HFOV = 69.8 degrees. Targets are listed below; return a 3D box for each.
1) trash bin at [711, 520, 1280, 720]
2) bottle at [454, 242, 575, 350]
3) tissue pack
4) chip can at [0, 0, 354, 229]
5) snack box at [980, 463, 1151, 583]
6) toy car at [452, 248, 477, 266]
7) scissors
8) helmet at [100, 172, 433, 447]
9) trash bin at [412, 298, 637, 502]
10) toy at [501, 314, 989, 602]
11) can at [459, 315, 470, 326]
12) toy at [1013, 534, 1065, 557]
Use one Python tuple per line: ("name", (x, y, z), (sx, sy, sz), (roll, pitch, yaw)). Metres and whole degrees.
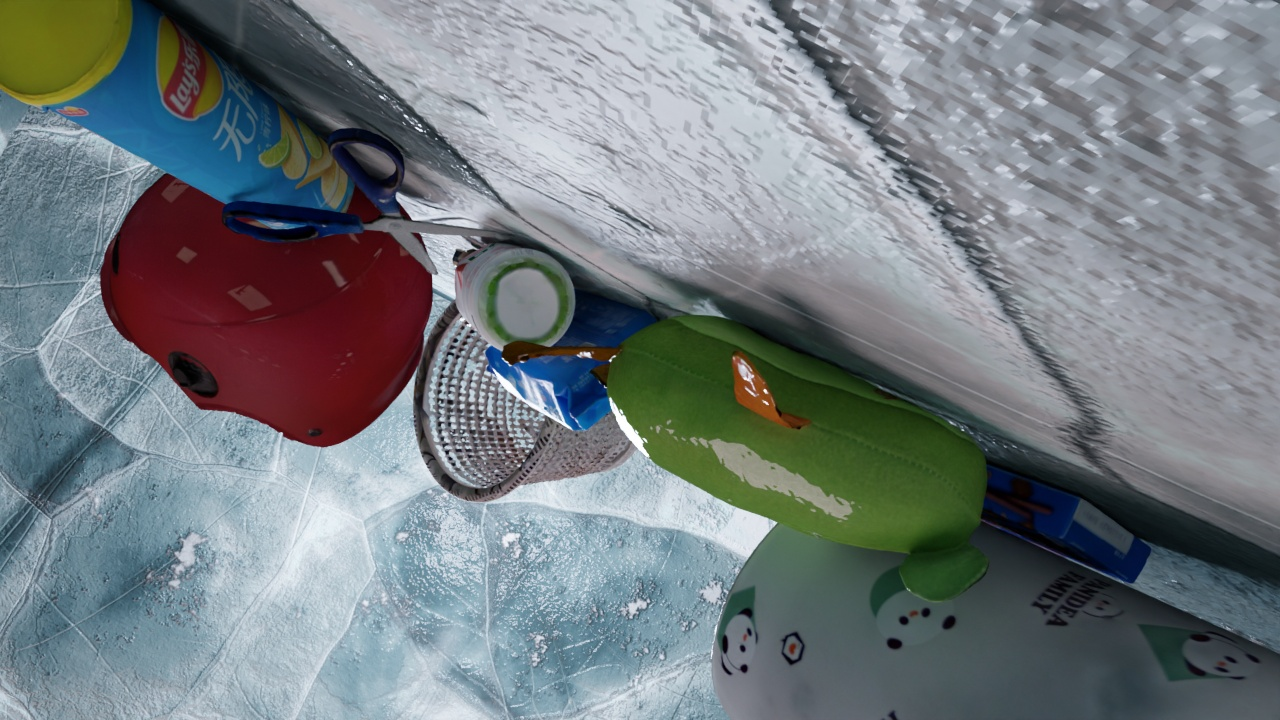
("trash bin", (0.186, 0.197, 0.490), (0.229, 0.229, 0.252), (30, 180, -40))
("bottle", (-0.102, -0.051, 0.661), (0.068, 0.068, 0.197), (29, 179, -21))
("tissue pack", (-0.043, -0.001, 0.656), (0.157, 0.094, 0.052), (22, 142, 54))
("chip can", (-0.236, -0.128, 0.496), (0.071, 0.071, 0.210), (27, 176, 14))
("snack box", (0.208, 0.081, 0.550), (0.084, 0.026, 0.157), (30, 175, -33))
("toy car", (-0.124, -0.069, 0.799), (0.090, 0.035, 0.042), (32, 174, -23))
("scissors", (-0.157, -0.086, 0.540), (0.175, 0.012, 0.163), (-3, 159, -16))
("helmet", (-0.260, -0.070, 0.665), (0.240, 0.206, 0.144), (27, 142, -14))
("trash bin", (-0.102, 0.043, 0.993), (0.228, 0.227, 0.191), (24, -172, 41))
("toy", (0.061, 0.033, 0.470), (0.247, 0.090, 0.227), (23, 176, 19))
("can", (-0.158, -0.043, 1.197), (0.146, 0.058, 0.058), (28, 176, -15))
("toy", (0.241, 0.114, 0.667), (0.084, 0.039, 0.108), (28, 178, -17))
